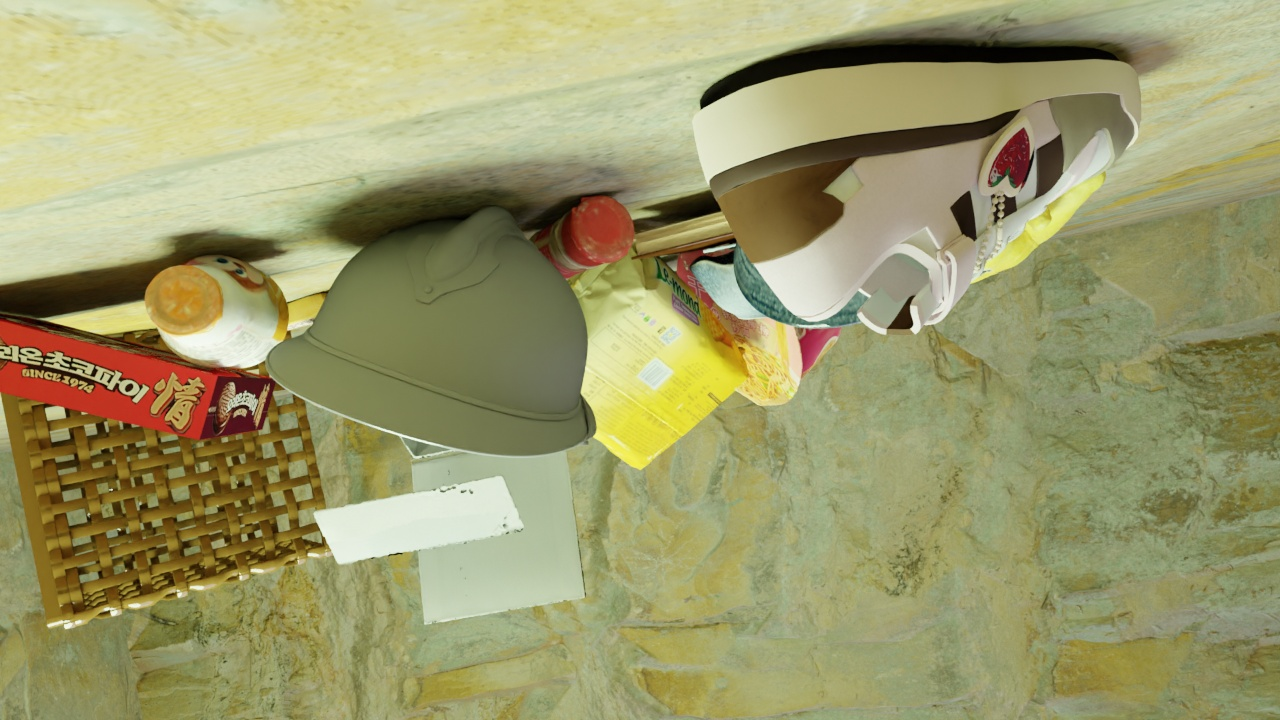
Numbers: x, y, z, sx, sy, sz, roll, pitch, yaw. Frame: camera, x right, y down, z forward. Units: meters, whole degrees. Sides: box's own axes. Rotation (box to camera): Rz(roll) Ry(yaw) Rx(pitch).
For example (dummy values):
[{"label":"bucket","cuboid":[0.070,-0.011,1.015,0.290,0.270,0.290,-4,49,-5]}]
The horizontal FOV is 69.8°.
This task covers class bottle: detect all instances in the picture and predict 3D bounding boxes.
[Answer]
[{"label":"bottle","cuboid":[-0.233,-0.027,0.502,0.063,0.063,0.109,-11,180,-10]},{"label":"bottle","cuboid":[-0.044,-0.077,0.603,0.044,0.044,0.109,-11,-179,-25]}]

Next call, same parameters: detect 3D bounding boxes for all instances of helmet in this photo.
[{"label":"helmet","cuboid":[-0.099,-0.033,0.547,0.183,0.118,0.271,19,-172,5]}]

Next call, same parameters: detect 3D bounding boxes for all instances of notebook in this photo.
[{"label":"notebook","cuboid":[0.121,-0.112,0.676,0.226,0.024,0.167,-11,-176,22]}]

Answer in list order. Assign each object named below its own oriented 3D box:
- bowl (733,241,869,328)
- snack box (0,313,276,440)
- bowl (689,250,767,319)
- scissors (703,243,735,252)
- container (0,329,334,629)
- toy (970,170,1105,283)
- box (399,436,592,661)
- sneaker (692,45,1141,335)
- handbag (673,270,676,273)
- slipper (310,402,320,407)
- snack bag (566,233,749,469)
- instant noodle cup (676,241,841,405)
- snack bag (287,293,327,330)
[{"label":"bowl","cuboid":[0.110,-0.090,0.533,0.137,0.136,0.057,-11,140,22]},{"label":"snack box","cuboid":[-0.314,0.008,0.545,0.152,0.036,0.133,15,176,-8]},{"label":"bowl","cuboid":[0.097,-0.064,0.731,0.110,0.055,0.110,-10,-170,2]},{"label":"scissors","cuboid":[0.113,-0.091,0.662,0.135,0.015,0.129,-15,-177,4]},{"label":"container","cuboid":[-0.441,0.095,0.848,0.213,0.219,0.252,-11,180,-33]},{"label":"toy","cuboid":[0.374,-0.141,0.945,0.208,0.092,0.133,-22,180,31]},{"label":"box","cuboid":[-0.158,0.098,0.856,0.167,0.330,0.164,-12,171,11]},{"label":"sneaker","cuboid":[0.160,-0.079,0.448,0.293,0.116,0.112,-11,180,-39]},{"label":"handbag","cuboid":[-0.044,-0.015,1.033,0.229,0.184,0.131,8,-173,30]},{"label":"slipper","cuboid":[-0.185,-0.026,0.731,0.197,0.093,0.082,-23,152,-10]},{"label":"snack bag","cuboid":[-0.005,0.005,0.782,0.160,0.068,0.247,-43,144,7]},{"label":"instant noodle cup","cuboid":[0.118,-0.053,0.876,0.077,0.178,0.179,-30,-172,-23]},{"label":"snack bag","cuboid":[-0.281,-0.039,0.761,0.099,0.020,0.026,-12,179,31]}]
